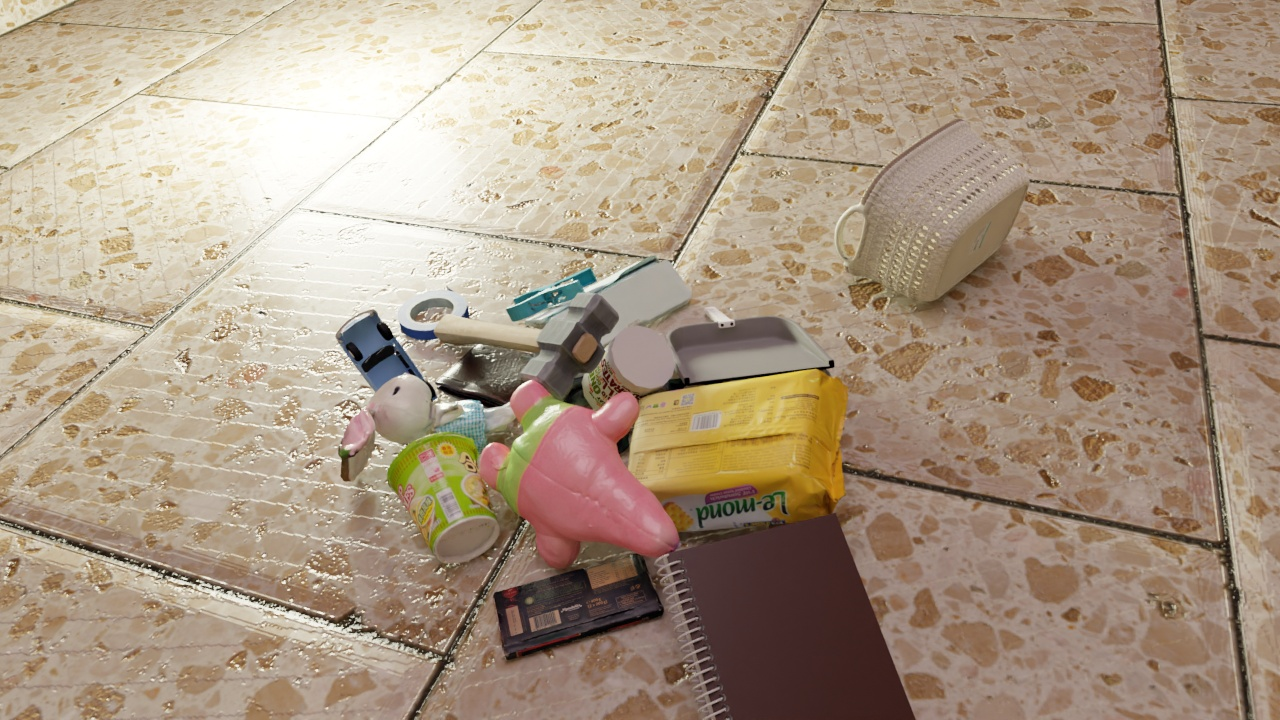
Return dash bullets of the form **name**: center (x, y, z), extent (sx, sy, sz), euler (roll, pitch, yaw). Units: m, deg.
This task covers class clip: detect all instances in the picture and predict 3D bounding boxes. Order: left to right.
- **clip**: center (-0.123, -0.079, 1.200), extent (0.127, 0.028, 0.113), euler (-16, 16, 30)

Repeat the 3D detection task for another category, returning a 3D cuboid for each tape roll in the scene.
- **tape roll**: center (-0.282, -0.063, 1.250), extent (0.092, 0.016, 0.091), euler (-29, 45, -24)

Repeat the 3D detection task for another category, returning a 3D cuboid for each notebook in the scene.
- **notebook**: center (0.121, 0.244, 0.757), extent (0.171, 0.022, 0.209), euler (-10, 65, -16)

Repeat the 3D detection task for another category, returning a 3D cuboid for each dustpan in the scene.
- **dustpan**: center (0.109, -0.026, 1.092), extent (0.163, 0.033, 0.257), euler (-7, 14, -6)

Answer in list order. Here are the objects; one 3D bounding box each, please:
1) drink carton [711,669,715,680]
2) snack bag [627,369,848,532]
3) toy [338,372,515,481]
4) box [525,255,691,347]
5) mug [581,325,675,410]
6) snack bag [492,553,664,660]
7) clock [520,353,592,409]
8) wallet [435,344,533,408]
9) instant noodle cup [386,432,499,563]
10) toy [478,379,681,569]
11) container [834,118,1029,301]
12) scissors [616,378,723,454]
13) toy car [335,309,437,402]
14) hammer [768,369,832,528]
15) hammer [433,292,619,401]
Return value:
- **drink carton**: center (0.130, 0.258, 0.786), extent (0.129, 0.040, 0.064), euler (-23, 70, -19)
- **snack bag**: center (0.090, 0.087, 0.924), extent (0.248, 0.068, 0.159), euler (-10, 44, 26)
- **toy**: center (-0.235, 0.059, 1.017), extent (0.205, 0.131, 0.105), euler (-9, 75, -18)
- **box**: center (-0.042, -0.072, 1.217), extent (0.197, 0.075, 0.126), euler (-29, 27, -26)
- **mug**: center (-0.006, 0.006, 1.033), extent (0.073, 0.090, 0.105), euler (45, 54, 0)
- **snack bag**: center (-0.061, 0.231, 0.874), extent (0.155, 0.018, 0.074), euler (-13, 40, -9)
- **clock**: center (-0.075, 0.017, 1.090), extent (0.129, 0.052, 0.090), euler (35, 57, 16)
- **wallet**: center (-0.178, 0.018, 1.134), extent (0.120, 0.031, 0.099), euler (16, 41, 25)
- **instant noodle cup**: center (-0.197, 0.145, 0.942), extent (0.098, 0.099, 0.108), euler (-21, 50, -17)
- **toy**: center (-0.053, 0.119, 0.891), extent (0.237, 0.192, 0.096), euler (30, 8, 33)
- **container**: center (0.385, -0.190, 1.197), extent (0.245, 0.185, 0.143), euler (-36, 59, -28)
- **scissors**: center (0.034, 0.048, 1.074), extent (0.204, 0.015, 0.201), euler (1, 40, 20)
- **toy car**: center (-0.295, 0.014, 1.079), extent (0.056, 0.153, 0.055), euler (-38, 12, -21)
- **hammer**: center (0.145, 0.138, 0.926), extent (0.098, 0.052, 0.327), euler (-11, 43, 24)
- **hammer**: center (-0.157, -0.028, 1.085), extent (0.323, 0.051, 0.117), euler (9, 59, 51)
